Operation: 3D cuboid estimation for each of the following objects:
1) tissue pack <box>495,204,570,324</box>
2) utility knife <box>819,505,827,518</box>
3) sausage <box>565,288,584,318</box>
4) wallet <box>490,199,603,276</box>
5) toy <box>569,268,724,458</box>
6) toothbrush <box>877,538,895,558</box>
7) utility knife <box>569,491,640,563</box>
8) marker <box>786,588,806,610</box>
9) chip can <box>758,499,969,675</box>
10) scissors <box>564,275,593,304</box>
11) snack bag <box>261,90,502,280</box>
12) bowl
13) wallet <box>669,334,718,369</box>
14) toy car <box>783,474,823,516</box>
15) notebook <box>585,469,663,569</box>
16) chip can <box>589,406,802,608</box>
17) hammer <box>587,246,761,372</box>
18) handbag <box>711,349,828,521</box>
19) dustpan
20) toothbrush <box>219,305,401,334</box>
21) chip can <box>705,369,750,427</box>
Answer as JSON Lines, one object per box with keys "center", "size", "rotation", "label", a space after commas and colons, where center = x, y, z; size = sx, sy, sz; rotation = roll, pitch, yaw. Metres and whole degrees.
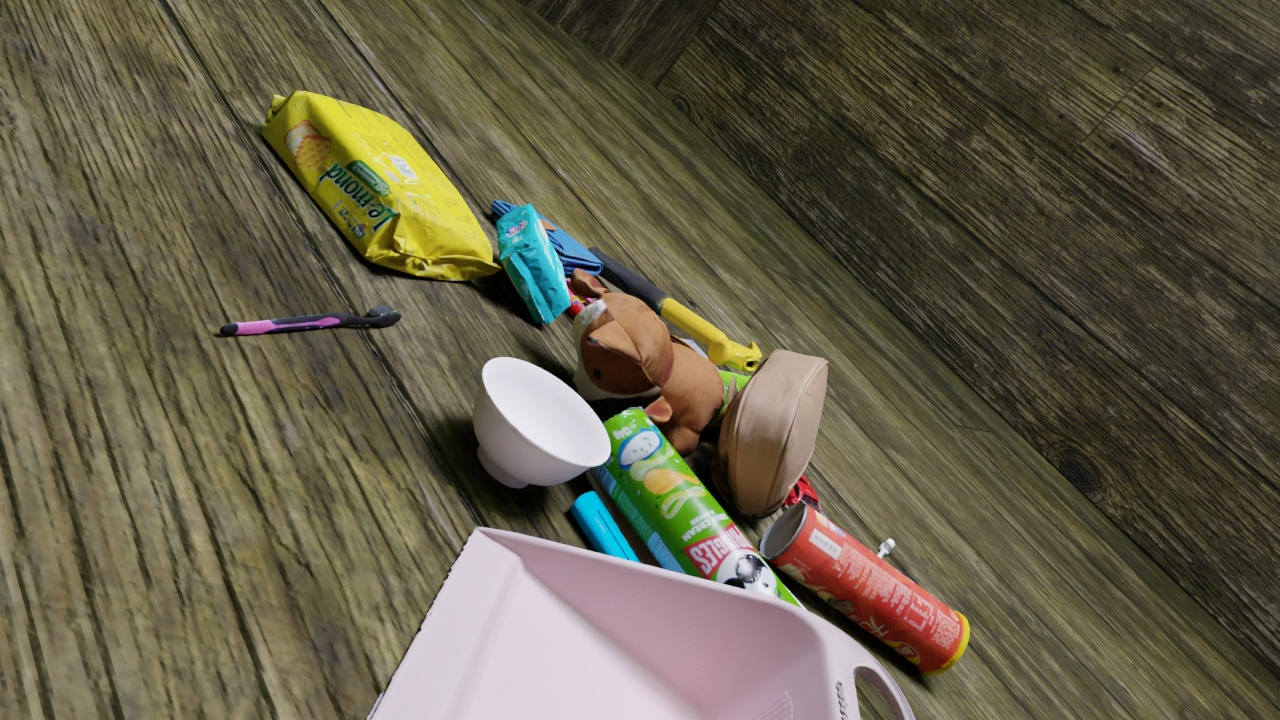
{"center": [-0.119, -0.106, 1.008], "size": [0.133, 0.050, 0.093], "rotation": [-109, 174, -59], "label": "tissue pack"}
{"center": [0.214, 0.198, 1.043], "size": [0.029, 0.013, 0.175], "rotation": [30, 21, -25], "label": "utility knife"}
{"center": [-0.100, -0.087, 1.092], "size": [0.156, 0.020, 0.020], "rotation": [48, 21, 23], "label": "sausage"}
{"center": [-0.120, -0.156, 1.169], "size": [0.133, 0.040, 0.106], "rotation": [38, 16, 22], "label": "wallet"}
{"center": [-0.005, 0.005, 0.920], "size": [0.199, 0.130, 0.140], "rotation": [51, 5, -43], "label": "toy"}
{"center": [0.274, 0.235, 1.067], "size": [0.016, 0.016, 0.179], "rotation": [43, 20, 16], "label": "toothbrush"}
{"center": [0.008, 0.185, 0.691], "size": [0.034, 0.018, 0.218], "rotation": [12, 34, -54], "label": "utility knife"}
{"center": [0.133, 0.218, 0.843], "size": [0.130, 0.018, 0.022], "rotation": [47, 11, 21], "label": "marker"}
{"center": [0.222, 0.226, 0.909], "size": [0.216, 0.073, 0.073], "rotation": [36, 20, -10], "label": "chip can"}
{"center": [-0.051, -0.062, 1.133], "size": [0.133, 0.017, 0.133], "rotation": [38, 16, -14], "label": "scissors"}
{"center": [-0.258, -0.177, 0.929], "size": [0.246, 0.068, 0.157], "rotation": [48, 21, 20], "label": "snack bag"}
{"center": [-0.089, 0.060, 0.714], "size": [0.118, 0.065, 0.118], "rotation": [34, 19, -14], "label": "bowl"}
{"center": [0.058, 0.003, 1.155], "size": [0.106, 0.037, 0.129], "rotation": [51, 22, 27], "label": "wallet"}
{"center": [0.183, 0.160, 1.047], "size": [0.049, 0.031, 0.106], "rotation": [29, 24, -25], "label": "toy car"}
{"center": [0.047, 0.178, 0.789], "size": [0.147, 0.008, 0.207], "rotation": [19, 28, -46], "label": "notebook"}
{"center": [0.041, 0.142, 0.735], "size": [0.236, 0.072, 0.072], "rotation": [50, 22, 28], "label": "chip can"}
{"center": [0.033, -0.068, 1.171], "size": [0.301, 0.033, 0.128], "rotation": [36, 13, 32], "label": "hammer"}
{"center": [0.139, 0.071, 0.982], "size": [0.100, 0.148, 0.204], "rotation": [15, 21, 19], "label": "handbag"}
{"center": [0.013, 0.178, 0.530], "size": [0.273, 0.139, 0.222], "rotation": [37, 20, -10], "label": "dustpan"}
{"center": [-0.248, -0.031, 0.705], "size": [0.018, 0.014, 0.188], "rotation": [35, 18, 17], "label": "toothbrush"}
{"center": [0.113, 0.049, 1.100], "size": [0.072, 0.073, 0.221], "rotation": [50, 22, 28], "label": "chip can"}
